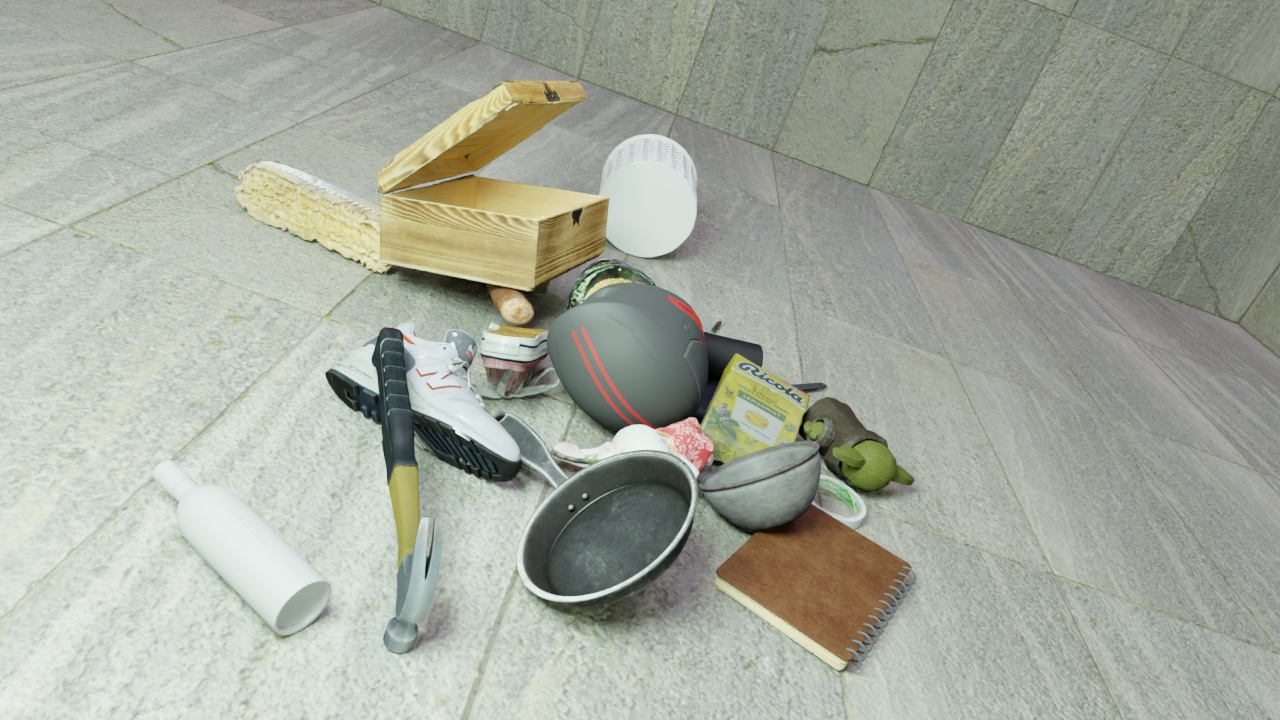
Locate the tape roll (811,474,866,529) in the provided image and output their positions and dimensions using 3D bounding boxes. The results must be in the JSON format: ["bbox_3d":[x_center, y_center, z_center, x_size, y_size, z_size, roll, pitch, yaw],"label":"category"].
[{"bbox_3d":[0.238,0.178,1.158,0.094,0.018,0.093,17,26,-9],"label":"tape roll"}]

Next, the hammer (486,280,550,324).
[{"bbox_3d":[-0.184,-0.100,1.278,0.157,0.037,0.300,12,13,-18],"label":"hammer"}]

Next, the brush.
[{"bbox_3d":[-0.452,-0.208,1.314,0.271,0.083,0.056,25,25,6],"label":"brush"}]

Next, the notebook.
[{"bbox_3d":[0.197,0.238,1.005,0.167,0.024,0.224,31,28,22],"label":"notebook"}]

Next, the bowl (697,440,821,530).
[{"bbox_3d":[0.145,0.148,1.048,0.145,0.067,0.145,-19,3,1],"label":"bowl"}]

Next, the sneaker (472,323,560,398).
[{"bbox_3d":[-0.156,0.003,1.129,0.118,0.088,0.241,7,5,-1],"label":"sneaker"}]

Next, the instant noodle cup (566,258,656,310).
[{"bbox_3d":[-0.042,-0.086,1.345,0.137,0.137,0.112,16,16,-11],"label":"instant noodle cup"}]

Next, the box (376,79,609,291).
[{"bbox_3d":[-0.210,-0.267,1.283,0.270,0.264,0.278,10,20,15],"label":"box"}]

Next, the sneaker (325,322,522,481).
[{"bbox_3d":[-0.209,0.027,0.987,0.240,0.089,0.124,24,57,13],"label":"sneaker"}]

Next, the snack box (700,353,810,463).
[{"bbox_3d":[0.147,0.076,1.194,0.121,0.045,0.180,30,38,1],"label":"snack box"}]

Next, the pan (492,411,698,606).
[{"bbox_3d":[-0.073,0.131,0.932,0.187,0.055,0.357,-38,31,-15],"label":"pan"}]

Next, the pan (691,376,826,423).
[{"bbox_3d":[0.168,0.043,1.353,0.355,0.021,0.199,-3,30,-43],"label":"pan"}]

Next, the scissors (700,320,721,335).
[{"bbox_3d":[0.101,-0.033,1.456,0.194,0.015,0.179,-10,28,-40],"label":"scissors"}]

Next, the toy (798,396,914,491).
[{"bbox_3d":[0.279,0.117,1.236,0.179,0.078,0.152,21,20,-38],"label":"toy"}]

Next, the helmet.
[{"bbox_3d":[-0.007,0.007,1.124,0.264,0.164,0.169,41,35,-43],"label":"helmet"}]

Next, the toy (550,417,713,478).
[{"bbox_3d":[0.011,0.113,1.039,0.159,0.084,0.193,26,21,37],"label":"toy"}]

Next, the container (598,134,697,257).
[{"bbox_3d":[0.014,-0.315,1.750,0.189,0.190,0.186,18,27,-7],"label":"container"}]

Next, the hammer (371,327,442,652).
[{"bbox_3d":[-0.216,0.086,0.827,0.025,0.118,0.332,9,37,-27],"label":"hammer"}]

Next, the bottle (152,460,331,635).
[{"bbox_3d":[-0.337,0.144,0.754,0.195,0.053,0.052,33,28,24],"label":"bottle"}]

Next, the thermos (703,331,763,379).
[{"bbox_3d":[0.054,-0.017,1.289,0.231,0.061,0.061,12,27,-13],"label":"thermos"}]
